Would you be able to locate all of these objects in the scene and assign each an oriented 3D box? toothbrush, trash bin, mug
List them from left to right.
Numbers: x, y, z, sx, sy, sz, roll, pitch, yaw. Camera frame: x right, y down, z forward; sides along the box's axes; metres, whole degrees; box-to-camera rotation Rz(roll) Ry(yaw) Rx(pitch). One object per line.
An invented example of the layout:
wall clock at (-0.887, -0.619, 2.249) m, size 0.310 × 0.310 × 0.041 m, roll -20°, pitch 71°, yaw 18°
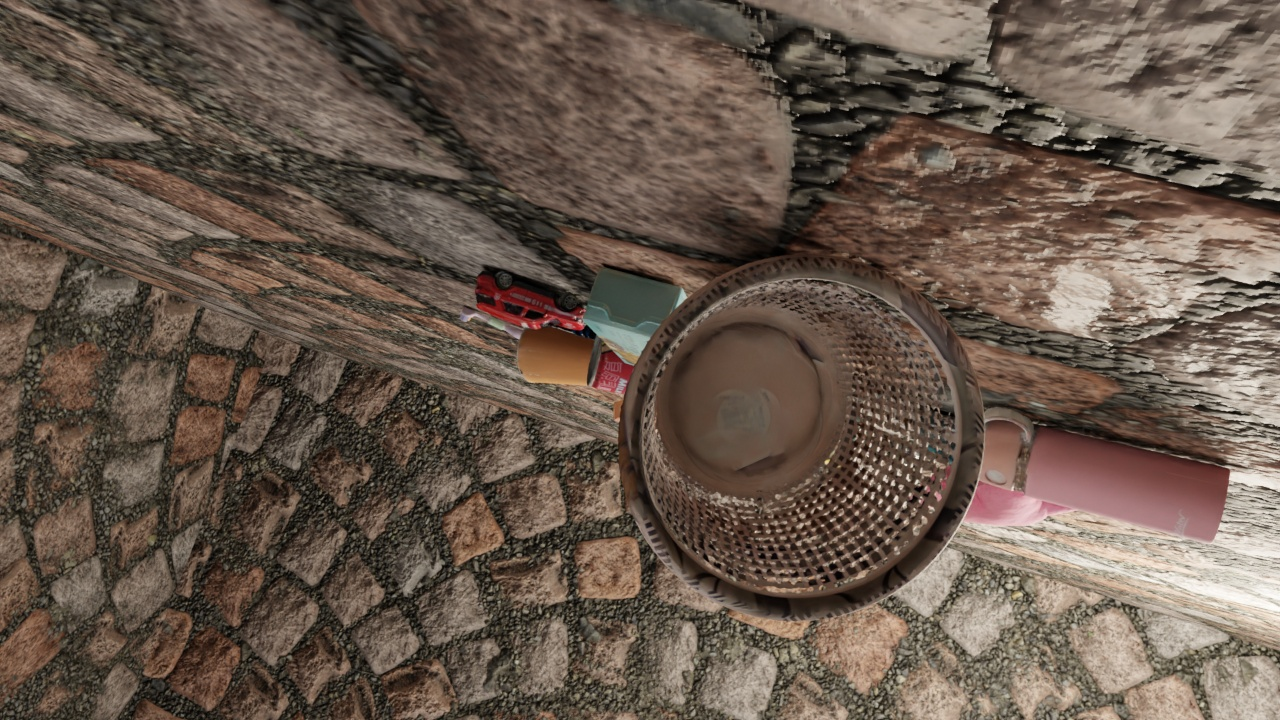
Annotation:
toothbrush at (-0.154, -0.027, 1.239) m, size 0.189 × 0.021 × 0.029 m, roll 24°, pitch 177°, yaw -14°
mug at (-0.074, -0.005, 1.083) m, size 0.123 × 0.078 × 0.078 m, roll 7°, pitch 167°, yaw 28°
toothbrush at (-0.054, -0.030, 1.016) m, size 0.189 × 0.014 × 0.016 m, roll 15°, pitch 167°, yaw -22°
trash bin at (0.093, 0.041, 0.646) m, size 0.227 × 0.227 × 0.192 m, roll 19°, pitch -176°, yaw -6°

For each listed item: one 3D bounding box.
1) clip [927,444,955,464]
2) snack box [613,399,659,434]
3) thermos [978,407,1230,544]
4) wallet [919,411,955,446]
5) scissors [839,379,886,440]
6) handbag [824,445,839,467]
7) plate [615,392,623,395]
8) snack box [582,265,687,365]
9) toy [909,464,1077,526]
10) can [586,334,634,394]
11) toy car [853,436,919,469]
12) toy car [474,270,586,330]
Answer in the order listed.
clip at (0.349, 0.103, 1.051) m, size 0.057 × 0.048 × 0.015 m, roll 25°, pitch 171°, yaw -15°
snack box at (0.052, 0.055, 1.138) m, size 0.158 × 0.026 × 0.084 m, roll -19°, pitch 150°, yaw 34°
thermos at (0.386, 0.091, 0.785) m, size 0.199 × 0.067 × 0.087 m, roll 15°, pitch 140°, yaw 27°
wallet at (0.332, 0.078, 0.938) m, size 0.097 × 0.019 × 0.121 m, roll 14°, pitch 172°, yaw 20°
scissors at (0.176, 0.034, 0.939) m, size 0.169 × 0.019 × 0.178 m, roll 27°, pitch 160°, yaw 6°
handbag at (0.157, 0.098, 1.168) m, size 0.179 × 0.063 × 0.163 m, roll -4°, pitch 166°, yaw 43°
plate at (0.002, 0.027, 1.235) m, size 0.162 × 0.034 × 0.266 m, roll 18°, pitch 171°, yaw -1°
snack box at (0.009, -0.028, 0.824) m, size 0.074 × 0.051 × 0.175 m, roll 17°, pitch 172°, yaw 15°
toy at (0.396, 0.140, 0.991) m, size 0.195 × 0.074 × 0.178 m, roll 1°, pitch 166°, yaw 6°
can at (-0.006, 0.006, 0.995) m, size 0.093 × 0.066 × 0.066 m, roll 12°, pitch 172°, yaw -9°
toy car at (0.306, 0.115, 1.167) m, size 0.106 × 0.031 × 0.049 m, roll 7°, pitch 166°, yaw 44°
toy car at (-0.111, -0.055, 0.931) m, size 0.120 × 0.045 × 0.053 m, roll 16°, pitch 173°, yaw 3°
